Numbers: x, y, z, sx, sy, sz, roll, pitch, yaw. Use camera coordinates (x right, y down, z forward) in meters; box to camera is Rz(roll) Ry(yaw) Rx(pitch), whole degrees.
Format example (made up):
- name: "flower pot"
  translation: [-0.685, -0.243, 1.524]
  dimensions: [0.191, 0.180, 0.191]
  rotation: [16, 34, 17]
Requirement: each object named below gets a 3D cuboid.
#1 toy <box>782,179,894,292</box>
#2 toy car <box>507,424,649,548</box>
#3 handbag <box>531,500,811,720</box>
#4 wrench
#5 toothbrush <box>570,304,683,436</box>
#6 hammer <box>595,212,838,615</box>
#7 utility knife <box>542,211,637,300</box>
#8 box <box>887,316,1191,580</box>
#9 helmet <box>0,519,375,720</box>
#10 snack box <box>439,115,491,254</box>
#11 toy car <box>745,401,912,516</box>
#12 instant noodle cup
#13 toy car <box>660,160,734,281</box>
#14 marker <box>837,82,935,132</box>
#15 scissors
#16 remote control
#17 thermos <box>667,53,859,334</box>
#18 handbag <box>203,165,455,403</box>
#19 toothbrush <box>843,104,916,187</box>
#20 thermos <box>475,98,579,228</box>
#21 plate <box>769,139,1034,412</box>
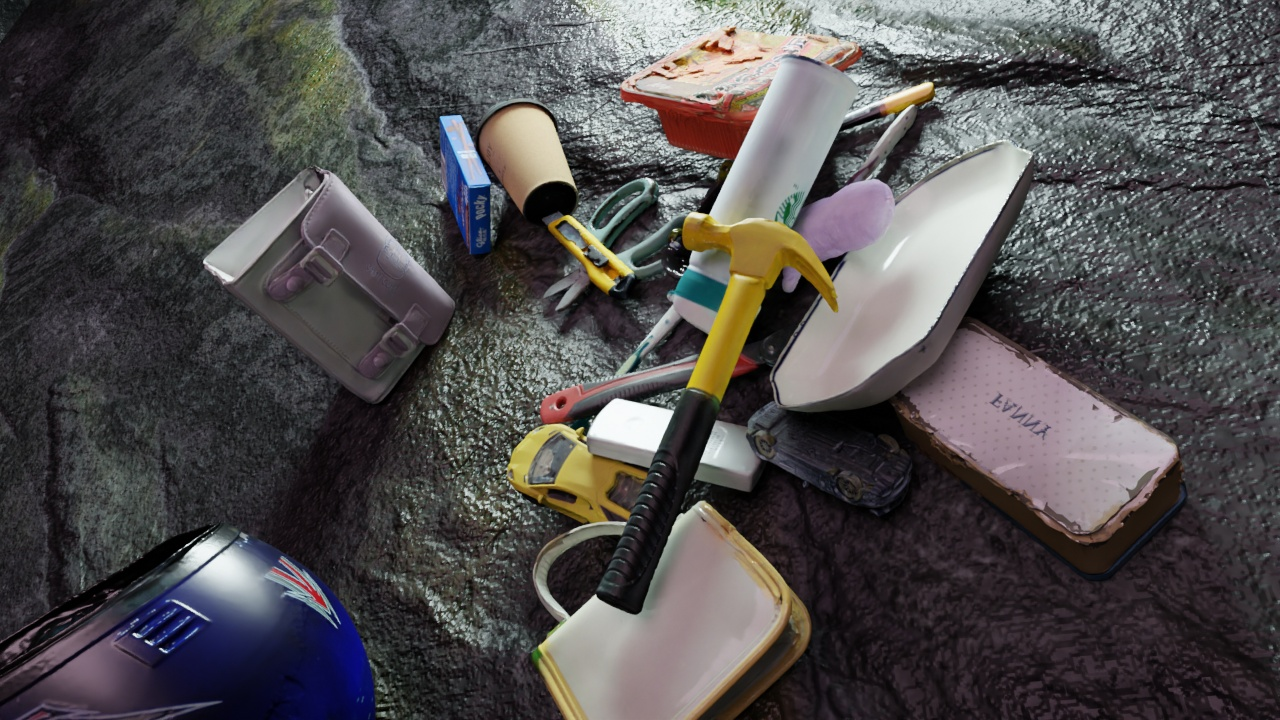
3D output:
- name: "toy"
  translation: [0.155, -0.105, 0.735]
  dimensions: [0.108, 0.039, 0.083]
  rotation: [-20, 53, 43]
- name: "toy car"
  translation: [-0.041, 0.094, 0.716]
  dimensions: [0.156, 0.041, 0.071]
  rotation: [19, 67, 30]
- name: "handbag"
  translation: [0.006, 0.170, 0.623]
  dimensions: [0.163, 0.063, 0.179]
  rotation: [-42, 50, -3]
- name: "wrench"
  translation: [0.044, 0.013, 0.742]
  dimensions: [0.274, 0.016, 0.056]
  rotation: [-12, 48, 16]
- name: "toothbrush"
  translation: [-0.005, 0.005, 0.792]
  dimensions: [0.016, 0.018, 0.191]
  rotation: [28, 71, 41]
- name: "hammer"
  translation: [0.043, 0.028, 0.634]
  dimensions: [0.129, 0.033, 0.300]
  rotation: [15, 68, 24]
- name: "utility knife"
  translation: [-0.053, -0.105, 0.877]
  dimensions: [0.033, 0.015, 0.173]
  rotation: [-40, 46, -4]
- name: "box"
  translation: [0.247, 0.053, 0.576]
  dimensions: [0.090, 0.062, 0.184]
  rotation: [-41, 48, -2]
- name: "helmet"
  translation: [-0.334, 0.273, 0.620]
  dimensions: [0.315, 0.240, 0.247]
  rotation: [-30, 8, -2]
- name: "snack box"
  translation: [-0.193, -0.195, 1.005]
  dimensions: [0.026, 0.085, 0.157]
  rotation: [-9, 44, -19]
- name: "toy car"
  translation: [0.130, 0.066, 0.643]
  dimensions: [0.121, 0.037, 0.054]
  rotation: [27, 49, 36]
- name: "instant noodle cup"
  translation: [0.092, -0.250, 0.861]
  dimensions: [0.164, 0.079, 0.189]
  rotation: [-36, 42, -29]
- name: "toy car"
  translation: [0.079, -0.125, 0.820]
  dimensions: [0.070, 0.042, 0.158]
  rotation: [23, 65, 40]
- name: "marker"
  translation: [0.208, -0.225, 0.842]
  dimensions: [0.124, 0.015, 0.018]
  rotation: [-17, 48, 22]
- name: "scissors"
  translation: [-0.013, -0.102, 0.875]
  dimensions: [0.170, 0.019, 0.177]
  rotation: [22, 68, 39]
- name: "remote control"
  translation: [0.028, 0.062, 0.692]
  dimensions: [0.135, 0.019, 0.056]
  rotation: [11, 36, 20]
- name: "thermos"
  translation: [0.097, -0.125, 0.734]
  dimensions: [0.073, 0.073, 0.224]
  rotation: [30, 97, 41]
- name: "handbag"
  translation: [-0.289, -0.070, 0.890]
  dimensions: [0.098, 0.197, 0.144]
  rotation: [23, 70, 42]
- name: "toothbrush"
  translation: [0.185, -0.156, 0.802]
  dimensions: [0.187, 0.016, 0.017]
  rotation: [-50, 38, -11]
- name: "thermos"
  translation: [-0.118, -0.209, 0.974]
  dimensions: [0.093, 0.093, 0.143]
  rotation: [-31, 54, 7]
- name: "plate"
  translation: [0.193, -0.056, 0.660]
  dimensions: [0.265, 0.034, 0.162]
  rotation: [-54, 17, -27]
